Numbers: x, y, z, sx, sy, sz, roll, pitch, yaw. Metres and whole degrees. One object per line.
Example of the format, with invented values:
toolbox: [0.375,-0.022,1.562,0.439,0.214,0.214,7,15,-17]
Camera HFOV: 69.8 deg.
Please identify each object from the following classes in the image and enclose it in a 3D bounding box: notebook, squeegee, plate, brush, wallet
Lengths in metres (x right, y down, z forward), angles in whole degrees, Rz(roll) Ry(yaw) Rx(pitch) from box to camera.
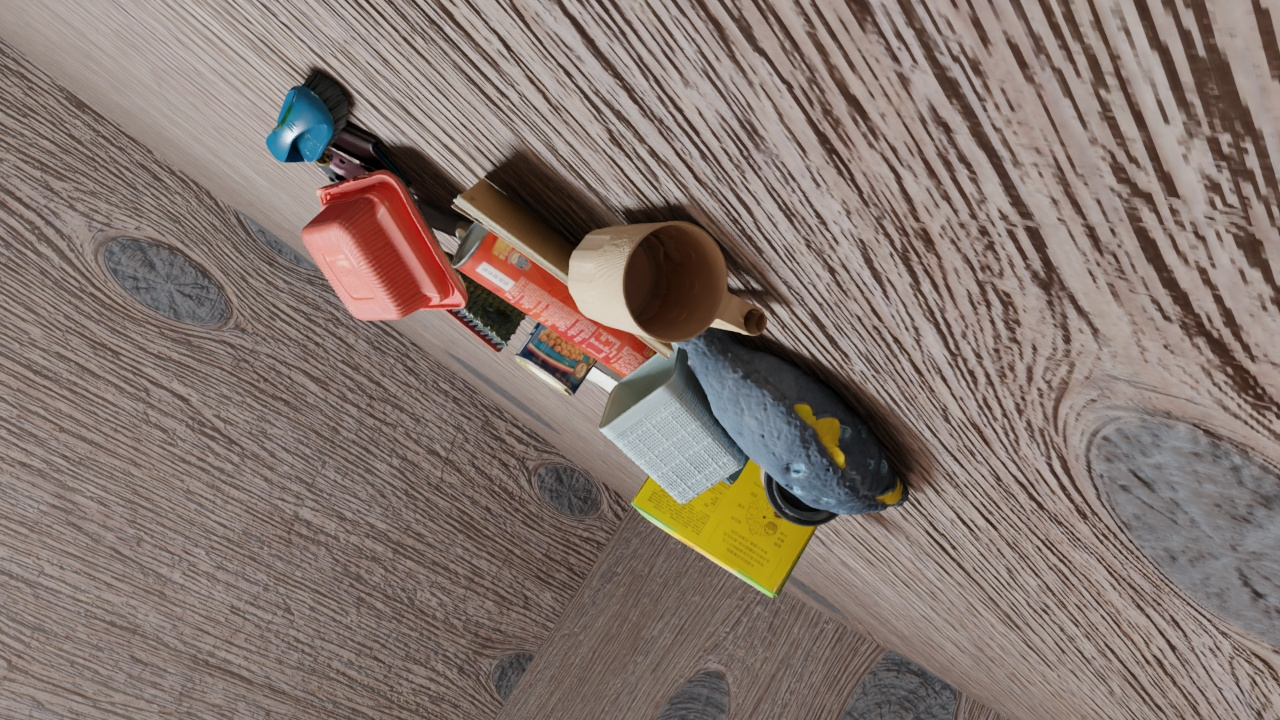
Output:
notebook: [-0.062,-0.085,0.796,0.211,0.012,0.149,36,-168,-12]
squeegee: [-0.198,-0.138,1.030,0.247,0.039,0.246,34,175,32]
plate: [-0.064,0.006,1.246,0.163,0.034,0.164,29,171,4]
brush: [-0.332,-0.228,0.899,0.055,0.073,0.144,48,155,-16]
wallet: [-0.315,-0.235,1.000,0.122,0.020,0.096,29,173,18]
brush: [-0.206,-0.075,1.074,0.146,0.063,0.069,40,162,-27]

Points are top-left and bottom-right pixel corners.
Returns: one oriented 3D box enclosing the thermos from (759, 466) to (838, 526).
thermos: [0.173,0.128,0.999,0.093,0.093,0.143,34,177,0]

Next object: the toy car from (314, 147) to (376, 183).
toy car: [-0.309,-0.198,1.012,0.122,0.037,0.056,34,166,7]

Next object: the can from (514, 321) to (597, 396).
can: [-0.071,-0.026,0.953,0.075,0.111,0.075,32,169,7]

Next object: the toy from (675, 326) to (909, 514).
toy: [0.141,0.059,0.810,0.356,0.091,0.137,40,-165,-22]

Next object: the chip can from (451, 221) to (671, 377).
chip can: [-0.070,-0.058,0.869,0.216,0.073,0.073,33,170,-23]

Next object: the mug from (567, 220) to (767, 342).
mug: [0.018,-0.053,0.684,0.124,0.084,0.104,23,177,-28]

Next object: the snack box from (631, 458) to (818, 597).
snack box: [0.118,0.175,1.150,0.210,0.157,0.070,30,171,15]

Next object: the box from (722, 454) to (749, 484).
box: [0.082,0.069,0.987,0.059,0.089,0.184,27,170,28]

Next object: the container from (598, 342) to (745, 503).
container: [0.036,0.059,0.842,0.111,0.090,0.090,46,-156,-14]

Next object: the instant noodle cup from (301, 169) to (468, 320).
instant noodle cup: [-0.283,-0.110,0.973,0.189,0.078,0.164,2,128,50]
